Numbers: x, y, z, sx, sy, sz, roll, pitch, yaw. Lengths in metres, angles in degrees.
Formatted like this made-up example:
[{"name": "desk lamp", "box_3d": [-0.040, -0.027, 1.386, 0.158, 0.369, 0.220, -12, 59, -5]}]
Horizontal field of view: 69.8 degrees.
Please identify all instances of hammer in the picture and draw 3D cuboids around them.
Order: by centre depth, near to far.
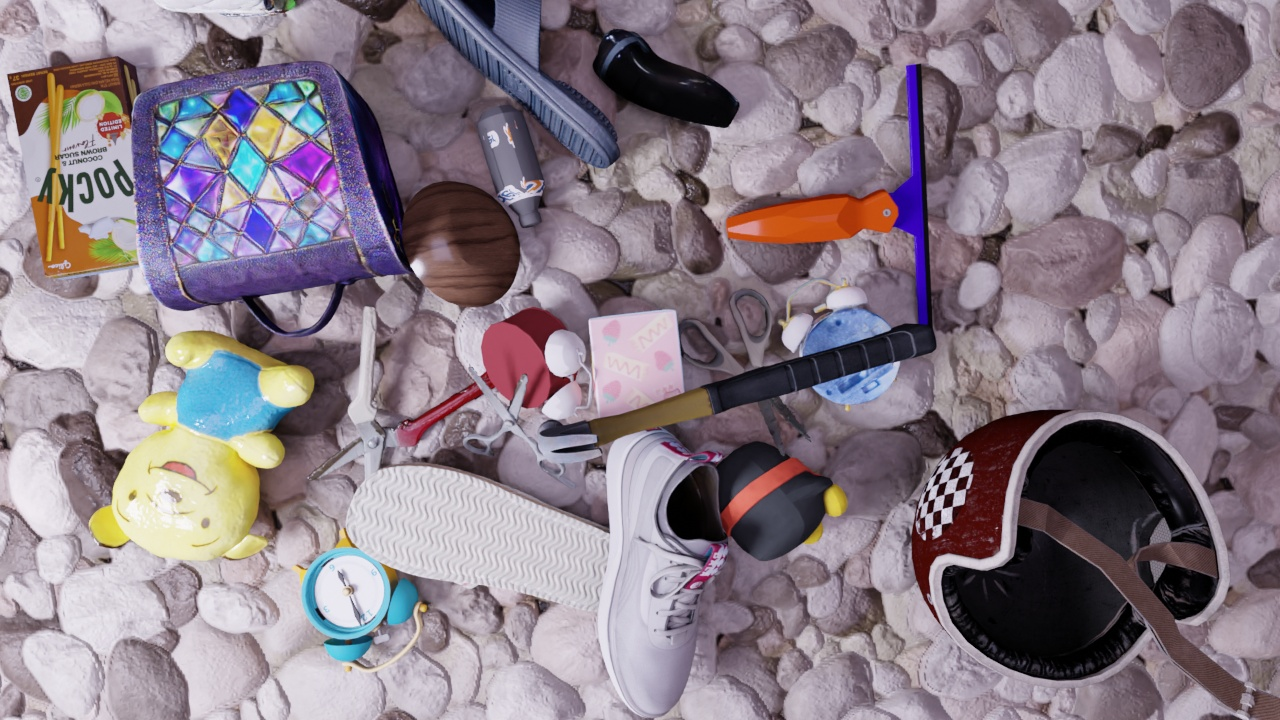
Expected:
[{"name": "hammer", "box_3d": [0.079, 0.025, 0.742, 0.333, 0.118, 0.025, -16, 96, -6]}]

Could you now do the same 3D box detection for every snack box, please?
[{"name": "snack box", "box_3d": [-0.005, 0.005, 0.832, 0.079, 0.093, 0.095, -7, 92, -2]}, {"name": "snack box", "box_3d": [-0.507, -0.176, 0.846, 0.101, 0.031, 0.186, -10, 92, -1]}]

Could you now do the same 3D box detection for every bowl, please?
[{"name": "bowl", "box_3d": [-0.151, -0.109, 0.820, 0.119, 0.032, 0.119, 13, 69, -38]}]

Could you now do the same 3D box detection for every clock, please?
[{"name": "clock", "box_3d": [-0.090, 0.002, 0.819, 0.124, 0.044, 0.087, 27, 128, 27]}, {"name": "clock", "box_3d": [0.184, -0.018, 0.852, 0.089, 0.052, 0.125, -32, 95, 5]}, {"name": "clock", "box_3d": [-0.264, 0.227, 0.860, 0.099, 0.043, 0.129, -38, 85, 0]}]

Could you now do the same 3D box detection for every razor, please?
[{"name": "razor", "box_3d": [0.026, -0.260, 0.851, 0.140, 0.053, 0.063, 22, 58, -8]}]

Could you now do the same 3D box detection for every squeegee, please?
[{"name": "squeegee", "box_3d": [0.172, -0.133, 0.850, 0.185, 0.055, 0.250, -5, 106, 11]}]

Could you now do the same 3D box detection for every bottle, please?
[{"name": "bottle", "box_3d": [-0.116, -0.178, 0.848, 0.047, 0.047, 0.112, -18, 91, -1]}]

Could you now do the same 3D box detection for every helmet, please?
[{"name": "helmet", "box_3d": [0.357, 0.159, 0.763, 0.233, 0.254, 0.233, 15, 67, -7]}]

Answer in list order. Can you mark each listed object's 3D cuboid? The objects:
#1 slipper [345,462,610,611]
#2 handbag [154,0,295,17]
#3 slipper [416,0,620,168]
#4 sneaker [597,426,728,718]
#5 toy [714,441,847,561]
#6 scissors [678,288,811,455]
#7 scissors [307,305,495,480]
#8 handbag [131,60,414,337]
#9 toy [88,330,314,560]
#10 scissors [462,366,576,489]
[{"name": "slipper", "box_3d": [-0.139, 0.167, 0.856, 0.263, 0.052, 0.115, 19, 95, -12]}, {"name": "handbag", "box_3d": [-0.385, -0.413, 0.824, 0.138, 0.072, 0.195, -2, 91, -10]}, {"name": "slipper", "box_3d": [-0.104, -0.287, 0.826, 0.263, 0.101, 0.082, 42, 83, -8]}, {"name": "sneaker", "box_3d": [0.031, 0.191, 0.811, 0.096, 0.129, 0.263, 2, 89, -30]}, {"name": "toy", "box_3d": [0.111, 0.122, 0.841, 0.099, 0.098, 0.119, -26, 65, -30]}, {"name": "scissors", "box_3d": [0.094, 0.010, 0.851, 0.154, 0.012, 0.163, 5, 75, 12]}, {"name": "scissors", "box_3d": [-0.234, 0.038, 0.852, 0.199, 0.015, 0.179, -25, 111, -6]}, {"name": "handbag", "box_3d": [-0.316, -0.131, 0.805, 0.205, 0.125, 0.222, -10, 90, -1]}, {"name": "toy", "box_3d": [-0.388, 0.083, 0.832, 0.149, 0.084, 0.214, 22, 92, 5]}, {"name": "scissors", "box_3d": [-0.106, 0.065, 0.833, 0.165, 0.142, 0.014, 36, 47, -19]}]
